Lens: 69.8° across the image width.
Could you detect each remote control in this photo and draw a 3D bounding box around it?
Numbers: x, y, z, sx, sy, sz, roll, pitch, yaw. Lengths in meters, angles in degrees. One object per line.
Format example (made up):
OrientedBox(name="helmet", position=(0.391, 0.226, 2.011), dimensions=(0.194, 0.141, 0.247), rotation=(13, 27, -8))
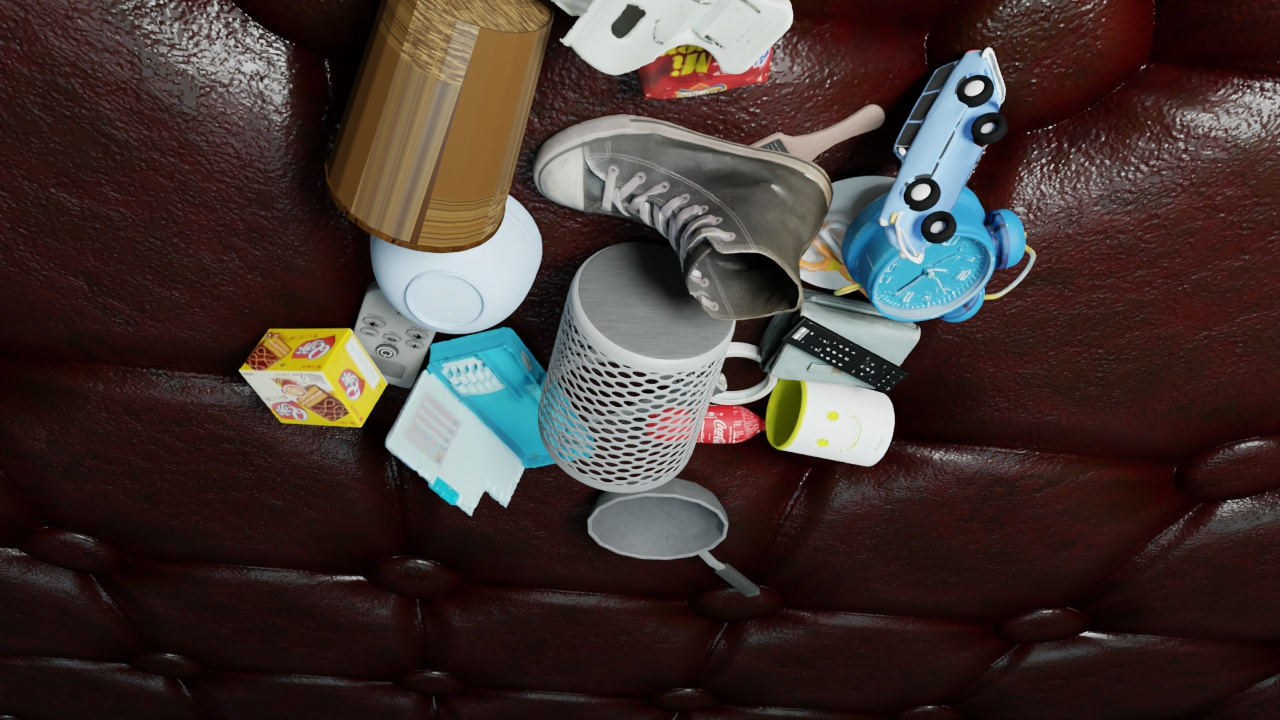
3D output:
OrientedBox(name="remote control", position=(0.190, -0.004, 0.846), dimensions=(0.140, 0.009, 0.030), rotation=(24, 126, -28))
OrientedBox(name="remote control", position=(-0.246, -0.023, 0.909), dimensions=(0.074, 0.019, 0.151), rotation=(17, 140, -18))

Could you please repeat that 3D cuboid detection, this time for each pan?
OrientedBox(name="pan", position=(0.070, 0.243, 1.226), dimensions=(0.179, 0.041, 0.357), rotation=(-20, 138, 26))

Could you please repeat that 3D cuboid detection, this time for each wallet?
OrientedBox(name="wallet", position=(0.189, -0.016, 0.878), dimensions=(0.131, 0.054, 0.101), rotation=(6, 144, -14))

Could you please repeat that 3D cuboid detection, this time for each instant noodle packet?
OrientedBox(name="instant noodle packet", position=(0.040, -0.235, 0.604), dimensions=(0.098, 0.039, 0.136), rotation=(-8, 141, 2))

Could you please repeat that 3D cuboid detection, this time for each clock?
OrientedBox(name="clock", position=(0.245, -0.084, 0.750), dimensions=(0.161, 0.060, 0.117), rotation=(5, 138, -17))

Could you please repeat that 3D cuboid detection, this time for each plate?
OrientedBox(name="plate", position=(0.185, -0.109, 0.783), dimensions=(0.134, 0.011, 0.135), rotation=(1, 143, 1))

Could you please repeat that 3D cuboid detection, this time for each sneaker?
OrientedBox(name="sneaker", position=(0.021, -0.107, 0.697), dimensions=(0.235, 0.119, 0.095), rotation=(16, 142, 3))

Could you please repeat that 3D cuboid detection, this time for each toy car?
OrientedBox(name="toy car", position=(0.208, -0.143, 0.644), dimensions=(0.055, 0.153, 0.056), rotation=(22, 169, 40))

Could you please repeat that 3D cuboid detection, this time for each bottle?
OrientedBox(name="bottle", position=(0.078, 0.069, 0.997), dimensions=(0.141, 0.041, 0.042), rotation=(1, 143, 1))

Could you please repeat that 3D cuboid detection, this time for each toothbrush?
OrientedBox(name="toothbrush", position=(0.012, 0.046, 0.974), dimensions=(0.186, 0.022, 0.024), rotation=(-19, 107, 38))

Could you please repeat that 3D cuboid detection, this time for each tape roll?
OrientedBox(name="tape roll", position=(0.095, 0.015, 0.948), dimensions=(0.093, 0.013, 0.093), rotation=(1, 142, 1))

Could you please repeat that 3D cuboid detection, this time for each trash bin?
OrientedBox(name="trash bin", position=(-0.005, 0.005, 0.828), dimensions=(0.156, 0.156, 0.184), rotation=(8, 140, -8))

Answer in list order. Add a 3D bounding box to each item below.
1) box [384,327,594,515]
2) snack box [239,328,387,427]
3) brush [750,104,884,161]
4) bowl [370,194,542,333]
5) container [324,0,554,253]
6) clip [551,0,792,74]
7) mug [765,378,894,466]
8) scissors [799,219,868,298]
OrientedBox(name="box", position=(-0.158, 0.069, 0.971), dimensions=(0.171, 0.084, 0.227), rotation=(-38, 141, -5))
OrientedBox(name="snack box", position=(-0.324, 0.017, 0.910), dimensions=(0.106, 0.061, 0.084), rotation=(1, 137, 22))
OrientedBox(name="brush", position=(0.125, -0.161, 0.715), dimensions=(0.136, 0.015, 0.050), rotation=(-21, 136, 27))
OrientedBox(name="bowl", position=(-0.161, -0.075, 0.783), dimensions=(0.150, 0.074, 0.151), rotation=(0, 138, 0))
OrientedBox(name="container", position=(-0.132, -0.178, 0.620), dimensions=(0.132, 0.132, 0.168), rotation=(15, 135, -17))
OrientedBox(name="clip", position=(0.022, -0.216, 0.534), dimensions=(0.151, 0.104, 0.127), rotation=(35, 131, -21))
OrientedBox(name="mug", position=(0.195, 0.061, 0.948), dimensions=(0.106, 0.082, 0.083), rotation=(13, 141, -15))
OrientedBox(name="scissors", position=(0.187, -0.080, 0.801), dimensions=(0.065, 0.013, 0.128), rotation=(-30, 132, 35))
